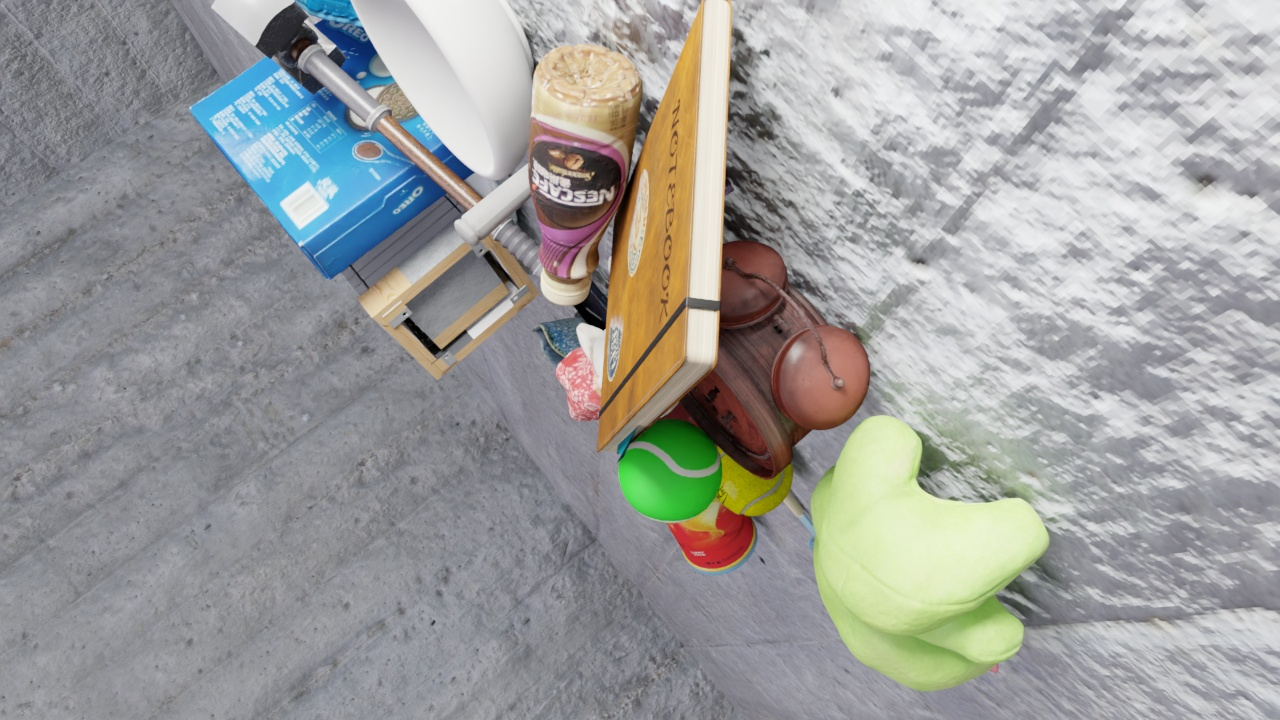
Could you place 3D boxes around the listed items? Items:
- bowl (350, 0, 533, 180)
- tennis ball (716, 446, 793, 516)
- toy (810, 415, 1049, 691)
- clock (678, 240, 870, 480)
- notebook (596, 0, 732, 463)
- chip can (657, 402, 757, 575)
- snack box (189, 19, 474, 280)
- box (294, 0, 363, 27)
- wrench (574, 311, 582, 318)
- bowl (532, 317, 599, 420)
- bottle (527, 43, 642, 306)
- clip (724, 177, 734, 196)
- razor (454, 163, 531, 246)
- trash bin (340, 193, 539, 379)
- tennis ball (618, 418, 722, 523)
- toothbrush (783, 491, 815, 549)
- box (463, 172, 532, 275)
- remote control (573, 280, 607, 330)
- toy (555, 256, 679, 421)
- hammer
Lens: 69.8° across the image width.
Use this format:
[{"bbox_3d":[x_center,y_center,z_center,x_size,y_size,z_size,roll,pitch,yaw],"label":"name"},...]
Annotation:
[{"bbox_3d":[-0.122,-0.212,0.615,0.176,0.066,0.177,48,166,15],"label":"bowl"},{"bbox_3d":[0.086,0.087,0.713,0.065,0.065,0.065,48,166,15],"label":"tennis ball"},{"bbox_3d":[0.152,0.127,0.536,0.150,0.107,0.197,40,154,35],"label":"toy"},{"bbox_3d":[0.067,-0.001,0.530,0.120,0.072,0.158,49,167,10],"label":"clock"},{"bbox_3d":[0.004,-0.038,0.483,0.250,0.014,0.178,128,147,-72],"label":"notebook"},{"bbox_3d":[0.044,0.115,0.878,0.087,0.087,0.213,37,161,46],"label":"chip can"},{"bbox_3d":[-0.272,-0.211,0.836,0.239,0.195,0.056,45,168,29],"label":"snack box"},{"bbox_3d":[-0.271,-0.365,0.780,0.231,0.094,0.112,41,121,42],"label":"box"},{"bbox_3d":[-0.007,-0.027,0.829,0.273,0.018,0.073,28,152,57],"label":"wrench"},{"bbox_3d":[-0.050,-0.002,0.862,0.110,0.055,0.110,51,169,14],"label":"bowl"},{"bbox_3d":[-0.038,-0.100,0.546,0.059,0.059,0.166,45,146,26],"label":"bottle"},{"bbox_3d":[0.031,-0.108,0.502,0.051,0.014,0.043,41,163,32],"label":"clip"},{"bbox_3d":[-0.071,-0.116,0.589,0.047,0.116,0.088,43,165,13],"label":"razor"},{"bbox_3d":[-0.253,-0.132,0.973,0.247,0.142,0.142,46,173,28],"label":"trash bin"},{"bbox_3d":[0.019,0.069,0.576,0.065,0.065,0.065,48,166,15],"label":"tennis ball"},{"bbox_3d":[0.108,0.098,0.774,0.155,0.016,0.022,52,135,-2],"label":"toothbrush"},{"bbox_3d":[-0.190,-0.196,0.959,0.209,0.045,0.191,47,166,21],"label":"box"},{"bbox_3d":[-0.033,-0.035,0.815,0.150,0.022,0.047,50,161,15],"label":"remote control"},{"bbox_3d":[-0.004,0.004,0.717,0.159,0.084,0.195,45,155,-11],"label":"toy"},{"bbox_3d":[-0.173,-0.161,0.710,0.322,0.043,0.156,42,180,-1],"label":"hammer"}]
